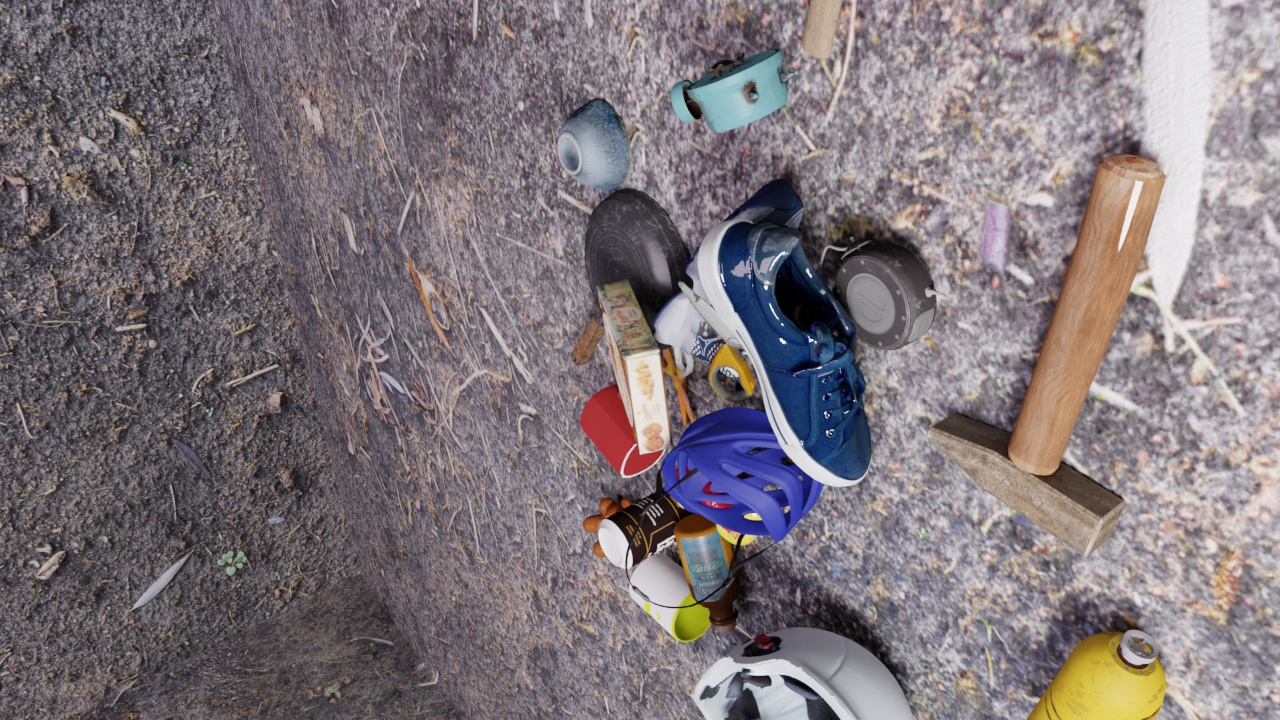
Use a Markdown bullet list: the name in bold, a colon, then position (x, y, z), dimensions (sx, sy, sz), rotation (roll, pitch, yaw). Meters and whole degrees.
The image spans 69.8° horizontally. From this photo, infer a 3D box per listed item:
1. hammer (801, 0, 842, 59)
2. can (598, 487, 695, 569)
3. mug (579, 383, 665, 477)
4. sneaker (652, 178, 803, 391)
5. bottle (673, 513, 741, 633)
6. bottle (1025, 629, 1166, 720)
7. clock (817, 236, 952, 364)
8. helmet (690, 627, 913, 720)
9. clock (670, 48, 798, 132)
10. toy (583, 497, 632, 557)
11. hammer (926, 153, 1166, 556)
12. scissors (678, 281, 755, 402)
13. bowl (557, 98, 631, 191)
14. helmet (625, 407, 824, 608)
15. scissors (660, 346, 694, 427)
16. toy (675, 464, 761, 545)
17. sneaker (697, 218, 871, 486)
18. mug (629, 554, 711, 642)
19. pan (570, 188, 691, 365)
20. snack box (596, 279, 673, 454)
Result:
- **hammer**: position (0.164, -0.382, 0.668), dimensions (0.119, 0.030, 0.332), rotation (44, 147, 34)
- **can**: position (0.012, 0.220, 1.223), dimensions (0.072, 0.128, 0.072), rotation (37, 140, 40)
- **mug**: position (-0.017, 0.082, 1.225), dimensions (0.096, 0.080, 0.117), rotation (47, 138, 29)
- **sneaker**: position (0.112, -0.063, 0.920), dimensions (0.132, 0.103, 0.270), rotation (43, 146, 9)
- **bottle**: position (0.094, 0.281, 1.196), dimensions (0.068, 0.067, 0.157), rotation (7, 117, 56)
- **bottle**: position (0.375, 0.278, 0.748), dimensions (0.071, 0.070, 0.164), rotation (42, 143, 35)
- **clock**: position (0.210, -0.059, 0.794), dimensions (0.123, 0.043, 0.091), rotation (46, 147, 34)
- **helmet**: position (0.202, 0.396, 1.014), dimensions (0.236, 0.163, 0.265), rotation (57, 143, 8)
- **clock**: position (0.079, -0.244, 0.831), dimensions (0.124, 0.089, 0.053), rotation (8, 127, 55)
- **toy**: position (-0.030, 0.250, 1.381), dimensions (0.095, 0.065, 0.128), rotation (61, 145, 3)
- **hammer**: position (0.311, -0.010, 0.677), dimensions (0.158, 0.037, 0.301), rotation (38, 140, 39)
- **scissors**: position (0.090, -0.011, 0.899), dimensions (0.166, 0.016, 0.225), rotation (-11, 142, 43)
- **bowl**: position (-0.062, -0.249, 1.084), dimensions (0.110, 0.055, 0.110), rotation (36, 138, 41)
- **helmet**: position (0.085, 0.157, 0.971), dimensions (0.148, 0.227, 0.242), rotation (43, 152, -13)
- **scissors**: position (0.055, 0.030, 1.138), dimensions (0.084, 0.012, 0.133), rotation (-13, 99, 61)
- **toy**: position (0.096, 0.166, 1.124), dimensions (0.137, 0.067, 0.106), rotation (31, 130, 33)
- **sneaker**: position (0.163, 0.004, 0.808), dimensions (0.127, 0.120, 0.295), rotation (4, 134, 47)
- **mug**: position (0.046, 0.334, 1.298), dimensions (0.106, 0.082, 0.083), rotation (29, 134, 48)
- **pan**: position (-0.039, -0.072, 1.181), dimensions (0.207, 0.040, 0.358), rotation (61, 148, 15)
- **snack box**: position (-0.006, 0.006, 1.045), dimensions (0.146, 0.041, 0.143), rotation (-111, 9, -50)
